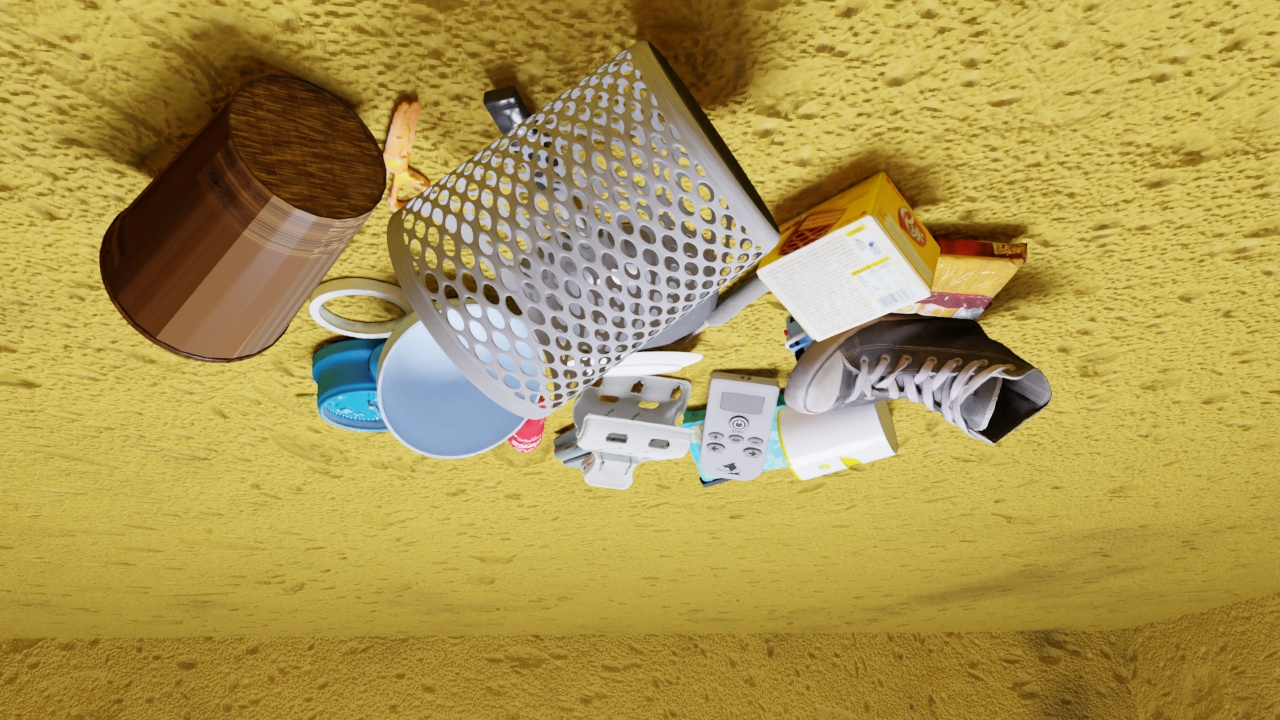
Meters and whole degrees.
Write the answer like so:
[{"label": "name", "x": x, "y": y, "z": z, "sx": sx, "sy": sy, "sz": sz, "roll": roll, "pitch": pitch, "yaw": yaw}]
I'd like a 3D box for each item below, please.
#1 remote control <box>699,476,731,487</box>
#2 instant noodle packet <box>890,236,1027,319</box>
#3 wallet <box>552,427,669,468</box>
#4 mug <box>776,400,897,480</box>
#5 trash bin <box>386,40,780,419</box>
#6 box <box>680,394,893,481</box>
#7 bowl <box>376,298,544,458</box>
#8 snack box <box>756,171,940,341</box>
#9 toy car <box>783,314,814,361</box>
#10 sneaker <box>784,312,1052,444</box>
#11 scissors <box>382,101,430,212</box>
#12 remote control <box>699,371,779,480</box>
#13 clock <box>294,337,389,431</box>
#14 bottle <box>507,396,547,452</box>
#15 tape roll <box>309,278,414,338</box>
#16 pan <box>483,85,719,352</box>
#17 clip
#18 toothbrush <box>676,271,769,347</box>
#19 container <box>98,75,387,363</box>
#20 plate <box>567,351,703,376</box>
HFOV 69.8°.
[{"label": "remote control", "x": 0.142, "y": 0.132, "z": 1.138, "sx": 0.140, "sy": 0.009, "sz": 0.030, "roll": -16, "pitch": -170, "yaw": -4}, {"label": "instant noodle packet", "x": 0.247, "y": -0.071, "z": 0.775, "sx": 0.135, "sy": 0.039, "sz": 0.099, "roll": 3, "pitch": 158, "yaw": -3}, {"label": "wallet", "x": -0.033, "y": 0.102, "z": 1.123, "sx": 0.100, "sy": 0.054, "sz": 0.132, "roll": 19, "pitch": 152, "yaw": -35}, {"label": "mug", "x": 0.208, "y": 0.074, "z": 0.972, "sx": 0.106, "sy": 0.082, "sz": 0.082, "roll": -19, "pitch": 151, "yaw": 23}, {"label": "trash bin", "x": -0.029, "y": -0.079, "z": 0.552, "sx": 0.183, "sy": 0.156, "sz": 0.156, "roll": -34, "pitch": 146, "yaw": 14}, {"label": "box", "x": 0.180, "y": 0.095, "z": 1.092, "sx": 0.228, "sy": 0.084, "sz": 0.171, "roll": -12, "pitch": 153, "yaw": 21}, {"label": "bowl", "x": -0.170, "y": 0.006, "z": 0.830, "sx": 0.150, "sy": 0.151, "sz": 0.075, "roll": 16, "pitch": -166, "yaw": -35}, {"label": "snack box", "x": 0.158, "y": -0.076, "z": 0.697, "sx": 0.106, "sy": 0.061, "sz": 0.083, "roll": -25, "pitch": 118, "yaw": 41}, {"label": "toy car", "x": 0.182, "y": -0.008, "z": 0.887, "sx": 0.056, "sy": 0.054, "sz": 0.153, "roll": -26, "pitch": 148, "yaw": 15}, {"label": "sneaker", "x": 0.243, "y": 0.021, "z": 0.807, "sx": 0.234, "sy": 0.120, "sz": 0.095, "roll": -3, "pitch": 122, "yaw": -29}, {"label": "scissors", "x": -0.171, "y": -0.140, "z": 0.628, "sx": 0.065, "sy": 0.013, "sz": 0.129, "roll": 6, "pitch": 155, "yaw": -18}, {"label": "remote control", "x": 0.108, "y": 0.078, "z": 1.028, "sx": 0.074, "sy": 0.019, "sz": 0.151, "roll": 7, "pitch": 130, "yaw": 4}, {"label": "clock", "x": -0.253, "y": 0.022, "z": 0.913, "sx": 0.162, "sy": 0.060, "sz": 0.116, "roll": -16, "pitch": 151, "yaw": 23}, {"label": "bottle", "x": -0.133, "y": 0.079, "z": 1.067, "sx": 0.042, "sy": 0.041, "sz": 0.142, "roll": 2, "pitch": 155, "yaw": -9}, {"label": "tape roll", "x": -0.247, "y": -0.046, "z": 0.822, "sx": 0.093, "sy": 0.013, "sz": 0.093, "roll": -1, "pitch": 156, "yaw": -1}, {"label": "pan", "x": -0.041, "y": -0.087, "z": 0.714, "sx": 0.179, "sy": 0.041, "sz": 0.357, "roll": -8, "pitch": 155, "yaw": 13}, {"label": "clip", "x": -0.015, "y": 0.087, "z": 0.995, "sx": 0.126, "sy": 0.104, "sz": 0.152, "roll": 11, "pitch": 109, "yaw": -20}, {"label": "toothbrush", "x": 0.079, "y": -0.048, "z": 0.833, "sx": 0.022, "sy": 0.024, "sz": 0.186, "roll": 45, "pitch": 144, "yaw": -4}, {"label": "container", "x": -0.252, "y": -0.093, "z": 0.598, "sx": 0.132, "sy": 0.132, "sz": 0.168, "roll": 20, "pitch": 142, "yaw": -39}, {"label": "plate", "x": -0.005, "y": 0.005, "z": 0.904, "sx": 0.134, "sy": 0.011, "sz": 0.134, "roll": -3, "pitch": 174, "yaw": 0}]
